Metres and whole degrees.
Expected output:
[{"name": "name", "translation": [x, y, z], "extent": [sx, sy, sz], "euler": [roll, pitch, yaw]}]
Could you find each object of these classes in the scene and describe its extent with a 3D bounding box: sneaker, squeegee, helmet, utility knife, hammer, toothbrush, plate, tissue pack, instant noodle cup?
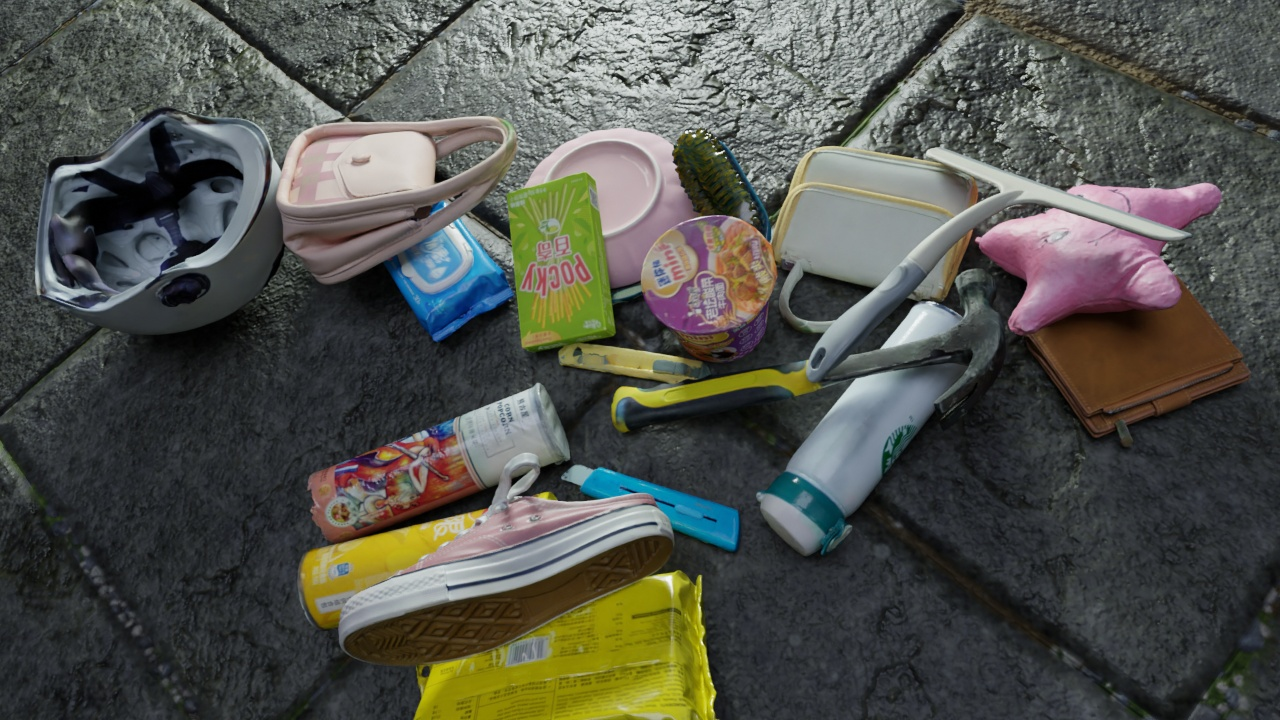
[{"name": "sneaker", "translation": [-0.098, 0.141, 0.660], "extent": [0.240, 0.118, 0.087], "euler": [-18, 48, -12]}, {"name": "squeegee", "translation": [0.216, -0.071, 0.695], "extent": [0.246, 0.039, 0.246], "euler": [-39, 37, -4]}, {"name": "helmet", "translation": [-0.461, -0.123, 0.928], "extent": [0.258, 0.146, 0.229], "euler": [-23, 61, -2]}, {"name": "utility knife", "translation": [0.008, 0.118, 0.768], "extent": [0.166, 0.018, 0.034], "euler": [16, 68, 22]}, {"name": "hammer", "translation": [0.122, 0.016, 0.735], "extent": [0.324, 0.032, 0.125], "euler": [-13, 46, 25]}, {"name": "toothbrush", "translation": [-0.018, -0.058, 0.869], "extent": [0.192, 0.018, 0.016], "euler": [-17, 61, 6]}, {"name": "plate", "translation": [-0.036, -0.161, 0.911], "extent": [0.192, 0.039, 0.192], "euler": [-6, 62, 10]}, {"name": "tissue pack", "translation": [-0.199, -0.094, 0.906], "extent": [0.095, 0.052, 0.157], "euler": [-35, 61, -7]}, {"name": "utility knife", "translation": [-0.005, 0.005, 0.834], "extent": [0.152, 0.018, 0.030], "euler": [6, 58, 21]}, {"name": "instant noodle cup", "translation": [0.064, -0.053, 0.794], "extent": [0.112, 0.099, 0.111], "euler": [-5, 66, 11]}]

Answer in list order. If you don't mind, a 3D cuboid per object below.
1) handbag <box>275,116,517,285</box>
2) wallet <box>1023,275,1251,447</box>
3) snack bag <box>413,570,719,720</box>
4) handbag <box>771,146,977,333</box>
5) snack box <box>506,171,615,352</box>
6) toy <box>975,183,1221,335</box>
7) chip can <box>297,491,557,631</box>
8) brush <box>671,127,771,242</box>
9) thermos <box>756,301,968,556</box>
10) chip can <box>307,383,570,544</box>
[{"name": "handbag", "translation": [-0.232, -0.182, 0.908], "extent": [0.234, 0.093, 0.193], "euler": [-16, 39, 2]}, {"name": "wallet", "translation": [0.396, -0.001, 0.730], "extent": [0.130, 0.035, 0.119], "euler": [-21, 58, 2]}, {"name": "snack bag", "translation": [-0.060, 0.234, 0.661], "extent": [0.247, 0.068, 0.157], "euler": [-13, 32, 8]}, {"name": "handbag", "translation": [0.199, -0.100, 0.817], "extent": [0.163, 0.063, 0.178], "euler": [17, 71, 22]}, {"name": "snack box", "translation": [-0.075, -0.091, 0.857], "extent": [0.086, 0.026, 0.156], "euler": [-11, 77, 18]}, {"name": "toy", "translation": [0.358, -0.087, 0.753], "extent": [0.179, 0.074, 0.194], "euler": [8, 48, 45]}, {"name": "chip can", "translation": [-0.166, 0.166, 0.753], "extent": [0.213, 0.072, 0.072], "euler": [-15, 61, 6]}, {"name": "brush", "translation": [0.080, -0.151, 0.860], "extent": [0.055, 0.073, 0.143], "euler": [-35, 62, 18]}, {"name": "thermos", "translation": [0.183, 0.056, 0.732], "extent": [0.073, 0.073, 0.224], "euler": [35, 76, 26]}, {"name": "chip can", "translation": [-0.173, 0.091, 0.794], "extent": [0.215, 0.071, 0.071], "euler": [-21, 60, 2]}]
